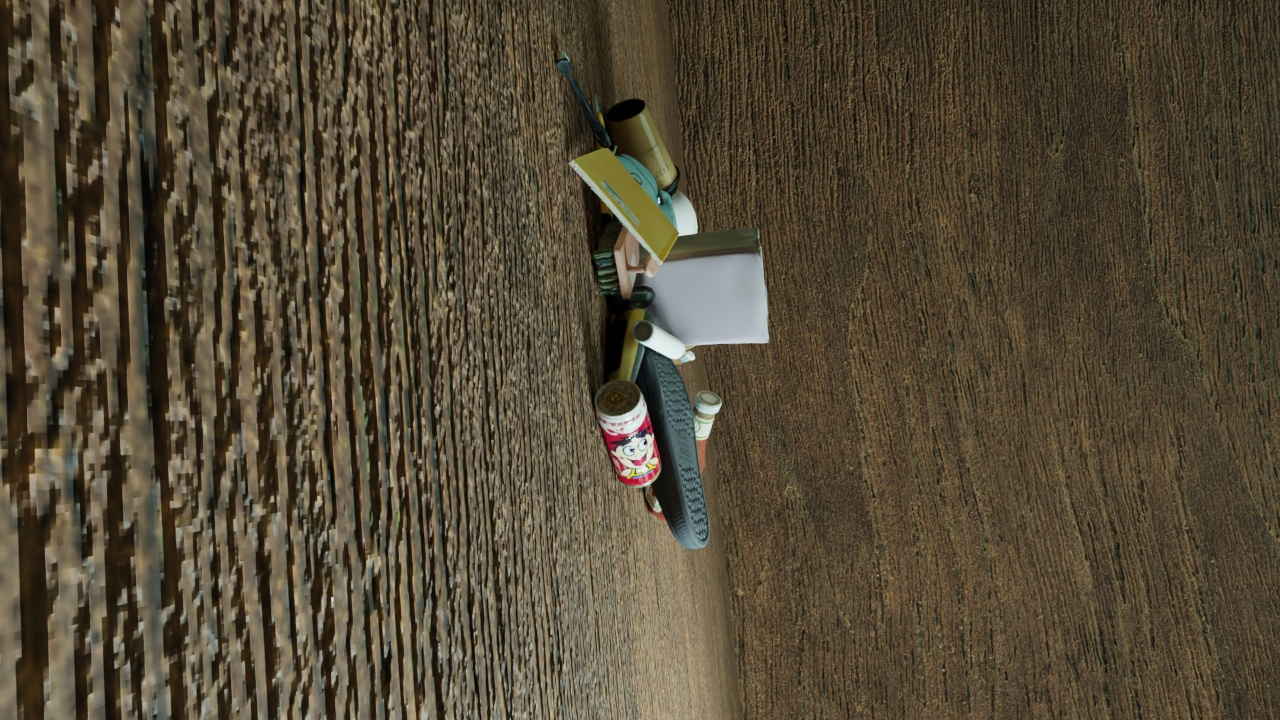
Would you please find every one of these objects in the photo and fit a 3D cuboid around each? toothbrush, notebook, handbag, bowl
[{"bbox_3d":[-0.062,-0.288,1.032,0.181,0.016,0.018,53,21,-67],"label":"toothbrush"},{"bbox_3d":[0.035,-0.018,1.132,0.026,0.026,0.221,70,14,14],"label":"toothbrush"},{"bbox_3d":[-0.012,-0.185,1.064,0.146,0.010,0.206,48,17,-8],"label":"notebook"},{"bbox_3d":[0.066,-0.089,1.202,0.098,0.197,0.145,-82,165,-61],"label":"handbag"},{"bbox_3d":[0.026,-0.214,1.466,0.064,0.118,0.118,-24,112,-42],"label":"bowl"}]

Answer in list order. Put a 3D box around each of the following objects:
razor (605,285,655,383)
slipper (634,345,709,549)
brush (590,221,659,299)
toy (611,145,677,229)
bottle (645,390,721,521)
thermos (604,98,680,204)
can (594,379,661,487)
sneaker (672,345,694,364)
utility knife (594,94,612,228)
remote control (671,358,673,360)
[{"bbox_3d":[-0.019,-0.027,1.093,0.067,0.062,0.167,43,36,-29],"label":"razor"},{"bbox_3d":[0.017,0.102,1.110,0.110,0.083,0.267,38,37,-60],"label":"slipper"},{"bbox_3d":[-0.011,-0.130,1.094,0.145,0.073,0.063,-76,157,-62],"label":"brush"},{"bbox_3d":[0.000,-0.221,1.251,0.156,0.050,0.161,64,32,-12],"label":"toy"},{"bbox_3d":[0.060,0.128,1.221,0.059,0.060,0.207,-86,-168,-55],"label":"bottle"},{"bbox_3d":[0.000,-0.298,1.322,0.092,0.093,0.143,-89,163,-47],"label":"thermos"},{"bbox_3d":[-0.013,0.080,0.995,0.133,0.053,0.053,76,11,-48],"label":"can"},{"bbox_3d":[0.046,-0.059,1.385,0.241,0.118,0.087,97,-2,-77],"label":"sneaker"},{"bbox_3d":[-0.047,-0.252,1.165,0.033,0.015,0.177,43,41,-79],"label":"utility knife"},{"bbox_3d":[0.024,-0.010,1.333,0.136,0.053,0.024,118,-34,-84],"label":"remote control"}]
